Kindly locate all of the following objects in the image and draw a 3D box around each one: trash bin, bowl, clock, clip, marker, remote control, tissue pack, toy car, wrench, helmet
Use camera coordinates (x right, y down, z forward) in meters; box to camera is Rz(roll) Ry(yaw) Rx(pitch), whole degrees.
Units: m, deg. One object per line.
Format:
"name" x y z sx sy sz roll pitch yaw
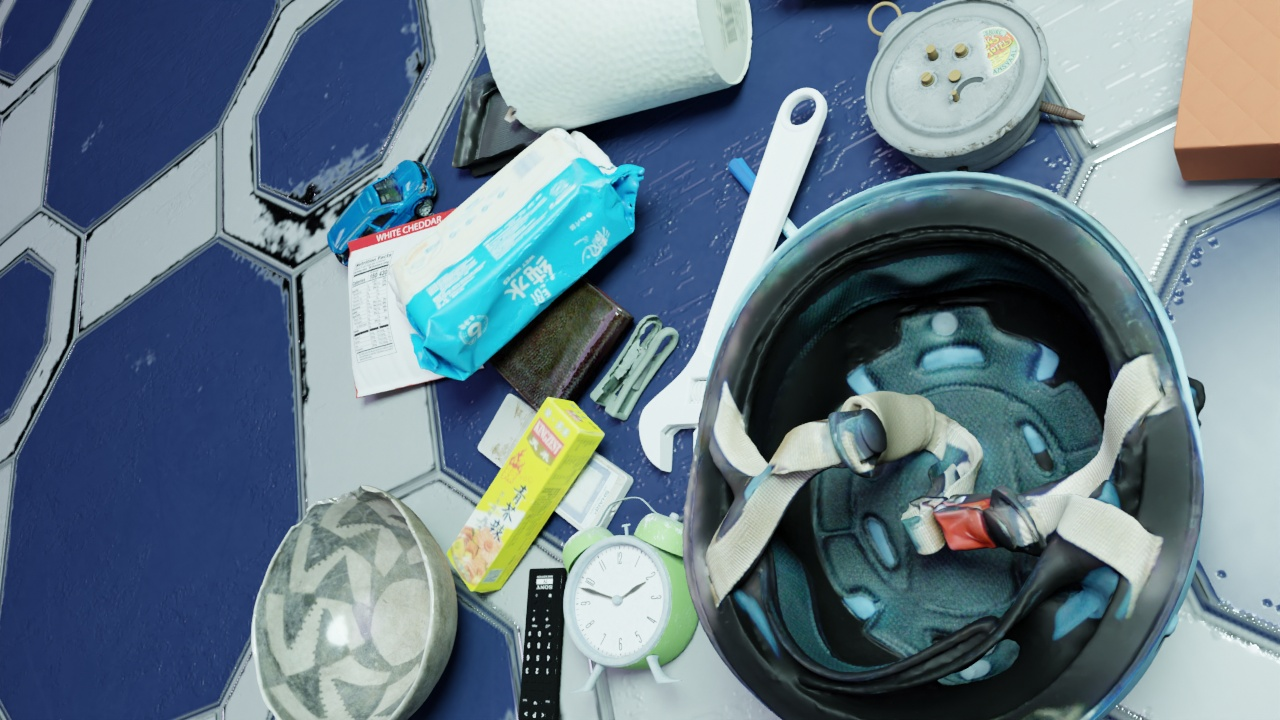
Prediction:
"trash bin" -0.011 -0.245 0.679 0.162 0.133 0.133 -1 73 28
"bowl" -0.192 0.187 0.667 0.179 0.081 0.178 -12 68 30
"clock" 0.187 -0.174 0.563 0.104 0.056 0.147 -40 58 15
"clip" -0.003 0.004 0.645 0.045 0.023 0.076 38 98 35
"marker" 0.099 -0.090 0.618 0.013 0.013 0.141 -41 56 14
"remote control" -0.067 0.211 0.620 0.030 0.009 0.140 -10 68 31
"tissue pack" -0.095 -0.086 0.682 0.209 0.066 0.117 -43 42 2
"toy car" -0.236 -0.132 0.836 0.120 0.043 0.056 -41 55 14
"wrench" 0.067 -0.053 0.612 0.066 0.018 0.273 19 88 37
"helmet" 0.140 0.050 0.441 0.226 0.166 0.265 -2 74 31
"remote control" -0.065 0.075 0.667 0.136 0.011 0.050 30 91 37
"clock" -0.007 0.146 0.583 0.095 0.042 0.119 -15 66 28

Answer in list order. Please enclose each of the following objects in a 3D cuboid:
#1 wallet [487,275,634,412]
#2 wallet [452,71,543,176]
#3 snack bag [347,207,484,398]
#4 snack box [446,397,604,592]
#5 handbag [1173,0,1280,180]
"wallet" -0.068 -0.022 0.696 0.099 0.031 0.120 -53 51 3
"wallet" -0.111 -0.209 0.785 0.115 0.026 0.089 -4 72 42
"snack bag" -0.194 -0.050 0.775 0.131 0.039 0.144 -13 75 21
"snack box" -0.083 0.096 0.646 0.040 0.028 0.148 44 109 34
"handbag" 0.359 -0.145 0.433 0.172 0.060 0.108 6 82 38
